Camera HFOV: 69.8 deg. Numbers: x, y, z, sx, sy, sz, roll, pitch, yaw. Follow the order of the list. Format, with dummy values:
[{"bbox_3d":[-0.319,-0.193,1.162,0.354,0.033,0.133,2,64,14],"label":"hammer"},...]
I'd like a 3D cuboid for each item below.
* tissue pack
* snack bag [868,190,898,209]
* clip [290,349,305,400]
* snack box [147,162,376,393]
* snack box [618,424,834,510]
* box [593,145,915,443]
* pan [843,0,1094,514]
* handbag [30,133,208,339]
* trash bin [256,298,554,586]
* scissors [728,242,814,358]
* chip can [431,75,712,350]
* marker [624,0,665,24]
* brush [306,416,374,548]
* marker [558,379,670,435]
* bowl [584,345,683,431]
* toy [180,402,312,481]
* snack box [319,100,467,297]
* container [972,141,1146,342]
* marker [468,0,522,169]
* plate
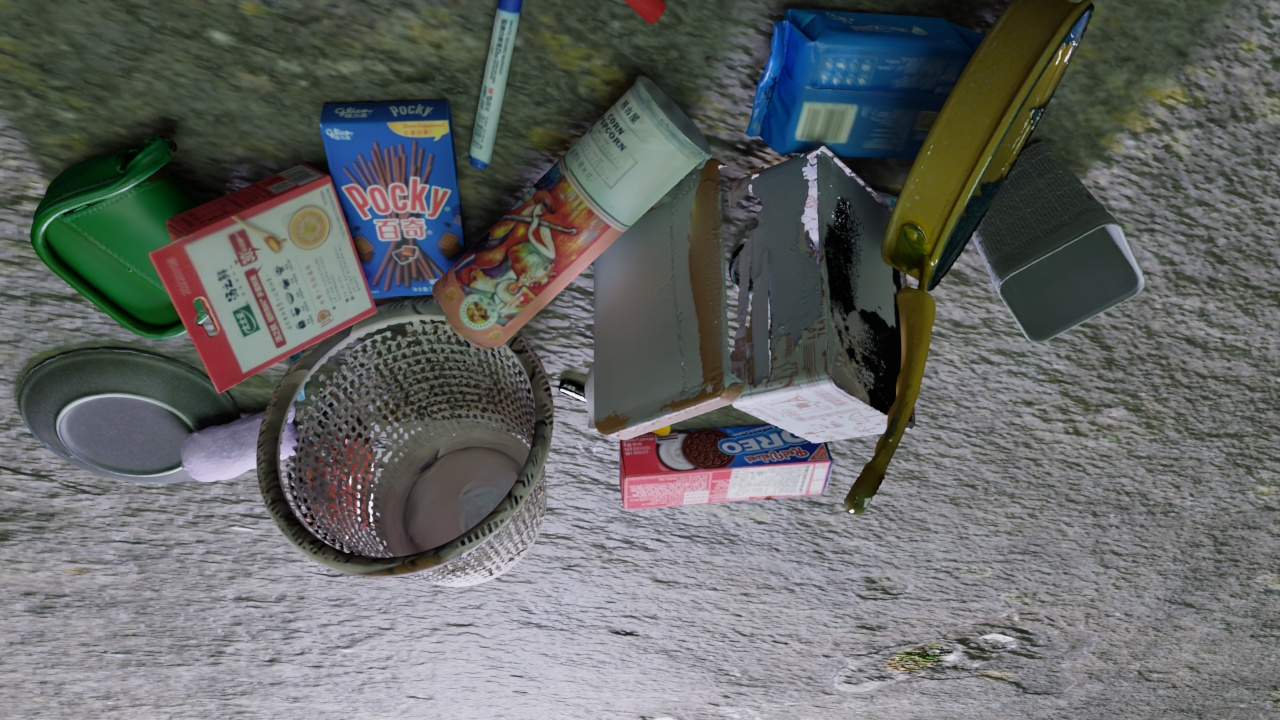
[{"bbox_3d":[0.155,-0.186,0.620,0.157,0.052,0.095,0,138,-10],"label":"tissue pack"},{"bbox_3d":[0.181,-0.117,0.717,0.104,0.026,0.048,14,124,-22],"label":"snack bag"},{"bbox_3d":[-0.293,0.014,0.783,0.015,0.049,0.057,4,141,-15],"label":"clip"},{"bbox_3d":[-0.260,-0.058,0.632,0.126,0.044,0.113,-33,133,-30],"label":"snack box"},{"bbox_3d":[0.083,0.105,0.915,0.207,0.057,0.058,-3,134,-6],"label":"snack box"},{"bbox_3d":[0.073,-0.029,0.665,0.193,0.182,0.156,-16,152,39],"label":"box"},{"bbox_3d":[0.192,-0.069,0.569,0.078,0.356,0.198,31,163,18],"label":"pan"},{"bbox_3d":[-0.337,-0.086,0.641,0.120,0.068,0.131,-27,134,6],"label":"handbag"},{"bbox_3d":[-0.167,0.092,0.763,0.227,0.227,0.192,-10,151,1],"label":"trash bin"},{"bbox_3d":[0.116,-0.042,0.794,0.171,0.014,0.159,-34,131,25],"label":"scissors"},{"bbox_3d":[-0.052,-0.098,0.646,0.215,0.071,0.071,-41,129,21],"label":"chip can"},{"bbox_3d":[-0.042,-0.250,0.545,0.145,0.017,0.017,29,125,-34],"label":"marker"},{"bbox_3d":[-0.280,0.117,0.858,0.063,0.069,0.146,4,136,-15],"label":"brush"},{"bbox_3d":[-0.023,0.044,0.864,0.123,0.015,0.018,24,127,-27],"label":"marker"},{"bbox_3d":[-0.005,0.005,0.777,0.118,0.118,0.065,-24,96,16],"label":"bowl"},{"bbox_3d":[-0.350,0.072,0.810,0.107,0.039,0.084,-19,137,-20],"label":"toy"},{"bbox_3d":[-0.173,-0.111,0.663,0.084,0.026,0.157,-3,137,-6],"label":"snack box"},{"bbox_3d":[0.304,-0.094,0.697,0.090,0.114,0.090,-31,133,22],"label":"container"},{"bbox_3d":[-0.094,-0.189,0.601,0.017,0.016,0.146,7,135,-16],"label":"marker"},{"bbox_3d":[-0.444,0.059,0.802,0.179,0.024,0.180,-5,138,-5],"label":"plate"}]
